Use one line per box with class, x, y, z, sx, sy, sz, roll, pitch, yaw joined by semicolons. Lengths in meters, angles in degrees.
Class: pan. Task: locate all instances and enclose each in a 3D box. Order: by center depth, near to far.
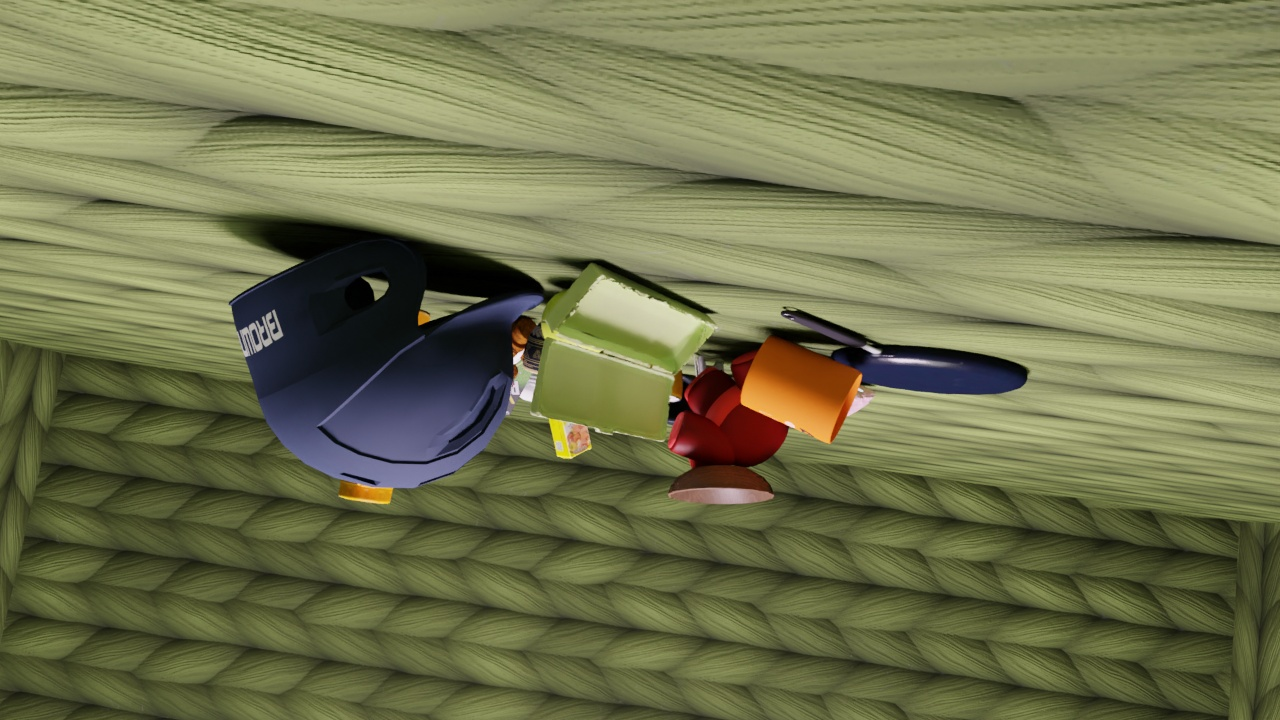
pan;0.246;-0.002;0.916;0.199;0.021;0.355;0;168;45

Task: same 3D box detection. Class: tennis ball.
tennis ball;-0.057;-0.033;0.830;0.065;0.065;0.065;8;172;1

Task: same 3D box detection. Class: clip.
clip;0.079;0.023;1.158;0.040;0.102;0.054;8;-143;22

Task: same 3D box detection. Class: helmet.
helmet;-0.211;0.000;0.847;0.271;0.223;0.233;-29;-170;-25

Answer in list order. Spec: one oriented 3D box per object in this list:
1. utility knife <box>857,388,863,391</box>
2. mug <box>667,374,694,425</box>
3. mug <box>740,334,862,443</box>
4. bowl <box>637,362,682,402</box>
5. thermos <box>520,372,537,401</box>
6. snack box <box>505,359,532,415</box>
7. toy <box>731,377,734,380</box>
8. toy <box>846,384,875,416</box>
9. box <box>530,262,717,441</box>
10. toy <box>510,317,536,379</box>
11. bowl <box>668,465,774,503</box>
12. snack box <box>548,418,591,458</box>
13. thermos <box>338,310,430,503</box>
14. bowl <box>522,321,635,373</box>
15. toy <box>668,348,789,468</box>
utility knife;0.200;0.014;1.015;0.123;0.015;0.022;25;167;-27
mug;0.039;0.050;1.366;0.105;0.071;0.077;34;175;7
mug;0.168;0.022;0.927;0.096;0.078;0.112;25;-151;19
bowl;-0.006;0.006;1.057;0.117;0.067;0.117;8;172;1
thermos;-0.075;0.034;1.253;0.221;0.099;0.099;7;173;38
snack box;-0.184;0.013;1.173;0.080;0.025;0.148;11;139;-21
toy;0.144;0.045;1.267;0.063;0.047;0.110;1;171;-15
toy;0.251;0.050;1.174;0.096;0.052;0.099;-6;173;8
box;-0.015;-0.002;0.806;0.047;0.141;0.187;25;-174;37
toy;-0.166;-0.014;1.066;0.113;0.067;0.087;-24;115;42
bowl;0.089;0.136;1.018;0.118;0.030;0.118;1;163;0
snack box;-0.101;0.052;1.197;0.029;0.148;0.040;1;-163;44
thermos;-0.310;0.050;1.089;0.076;0.232;0.091;7;172;12
bowl;-0.059;-0.020;0.910;0.112;0.061;0.112;5;-171;-1
toy;0.108;0.062;1.080;0.120;0.158;0.197;42;-178;2
